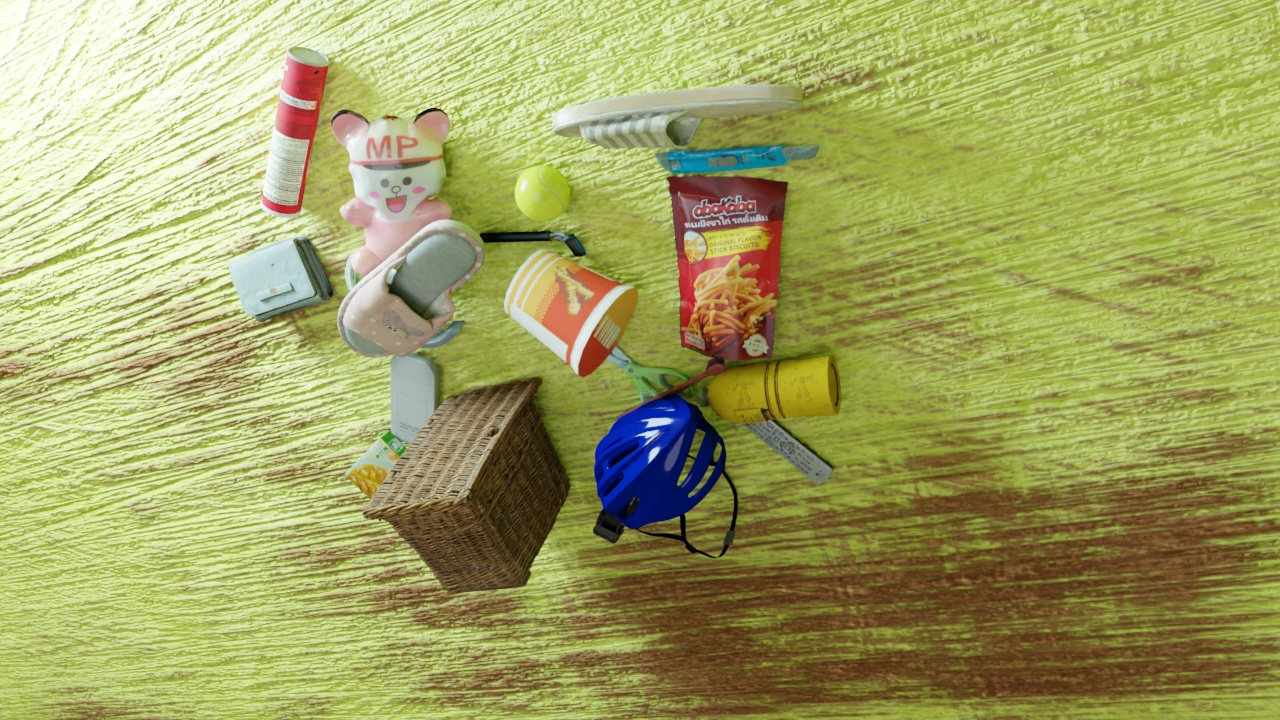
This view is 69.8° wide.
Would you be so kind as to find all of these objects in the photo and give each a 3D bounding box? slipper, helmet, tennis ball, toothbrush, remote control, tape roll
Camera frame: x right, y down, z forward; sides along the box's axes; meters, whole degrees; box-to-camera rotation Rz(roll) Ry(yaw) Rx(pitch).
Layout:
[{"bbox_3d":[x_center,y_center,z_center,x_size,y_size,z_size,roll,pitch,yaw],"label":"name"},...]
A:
[{"bbox_3d":[0.036,-0.256,0.973,0.273,0.114,0.054,-3,92,20],"label":"slipper"},{"bbox_3d":[0.054,0.149,1.129,0.227,0.147,0.242,34,143,-13],"label":"helmet"},{"bbox_3d":[-0.115,-0.197,1.081,0.065,0.065,0.065,9,117,17],"label":"tennis ball"},{"bbox_3d":[0.036,0.038,1.142,0.016,0.016,0.190,29,139,-30],"label":"toothbrush"},{"bbox_3d":[-0.321,0.057,1.312,0.074,0.019,0.151,18,122,15],"label":"remote control"},{"bbox_3d":[-0.292,-0.076,1.147,0.114,0.054,0.275,30,130,-28],"label":"slipper"},{"bbox_3d":[-0.356,-0.110,1.246,0.094,0.018,0.094,9,118,18],"label":"tape roll"},{"bbox_3d":[0.180,0.104,1.143,0.136,0.013,0.033,38,122,0],"label":"remote control"}]

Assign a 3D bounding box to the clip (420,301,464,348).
[{"bbox_3d":[-0.325,-0.064,1.231,0.163,0.028,0.115,-9,126,19],"label":"clip"}]

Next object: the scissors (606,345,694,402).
[{"bbox_3d":[-0.007,0.003,1.169,0.175,0.032,0.093,41,125,-6],"label":"scissors"}]

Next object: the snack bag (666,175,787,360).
[{"bbox_3d":[0.100,-0.108,1.060,0.139,0.066,0.208,7,108,24],"label":"snack bag"}]

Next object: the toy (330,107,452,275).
[{"bbox_3d":[-0.301,-0.206,1.137,0.142,0.084,0.213,1,121,1],"label":"toy"}]

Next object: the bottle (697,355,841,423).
[{"bbox_3d":[0.149,0.037,1.089,0.164,0.070,0.071,-6,112,24],"label":"bottle"}]

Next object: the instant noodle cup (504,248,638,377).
[{"bbox_3d":[-0.088,-0.064,1.109,0.121,0.123,0.124,32,122,13],"label":"instant noodle cup"}]

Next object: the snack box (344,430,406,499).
[{"bbox_3d":[-0.355,0.198,1.381,0.168,0.027,0.132,46,129,-5],"label":"snack box"}]

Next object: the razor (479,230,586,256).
[{"bbox_3d":[-0.137,-0.152,1.140,0.144,0.022,0.043,7,156,22],"label":"razor"}]

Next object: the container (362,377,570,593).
[{"bbox_3d":[-0.203,0.171,1.203,0.162,0.249,0.183,-12,119,26],"label":"container"}]

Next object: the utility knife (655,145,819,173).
[{"bbox_3d":[0.105,-0.223,1.011,0.186,0.015,0.031,-1,135,21],"label":"utility knife"}]

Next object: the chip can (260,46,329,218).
[{"bbox_3d":[-0.443,-0.288,1.173,0.052,0.051,0.215,28,121,6],"label":"chip can"}]

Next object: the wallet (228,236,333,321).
[{"bbox_3d":[-0.503,-0.113,1.286,0.132,0.054,0.100,-16,109,22],"label":"wallet"}]

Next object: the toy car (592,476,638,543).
[{"bbox_3d":[-0.030,0.202,1.231,0.040,0.092,0.037,26,144,7],"label":"toy car"}]
